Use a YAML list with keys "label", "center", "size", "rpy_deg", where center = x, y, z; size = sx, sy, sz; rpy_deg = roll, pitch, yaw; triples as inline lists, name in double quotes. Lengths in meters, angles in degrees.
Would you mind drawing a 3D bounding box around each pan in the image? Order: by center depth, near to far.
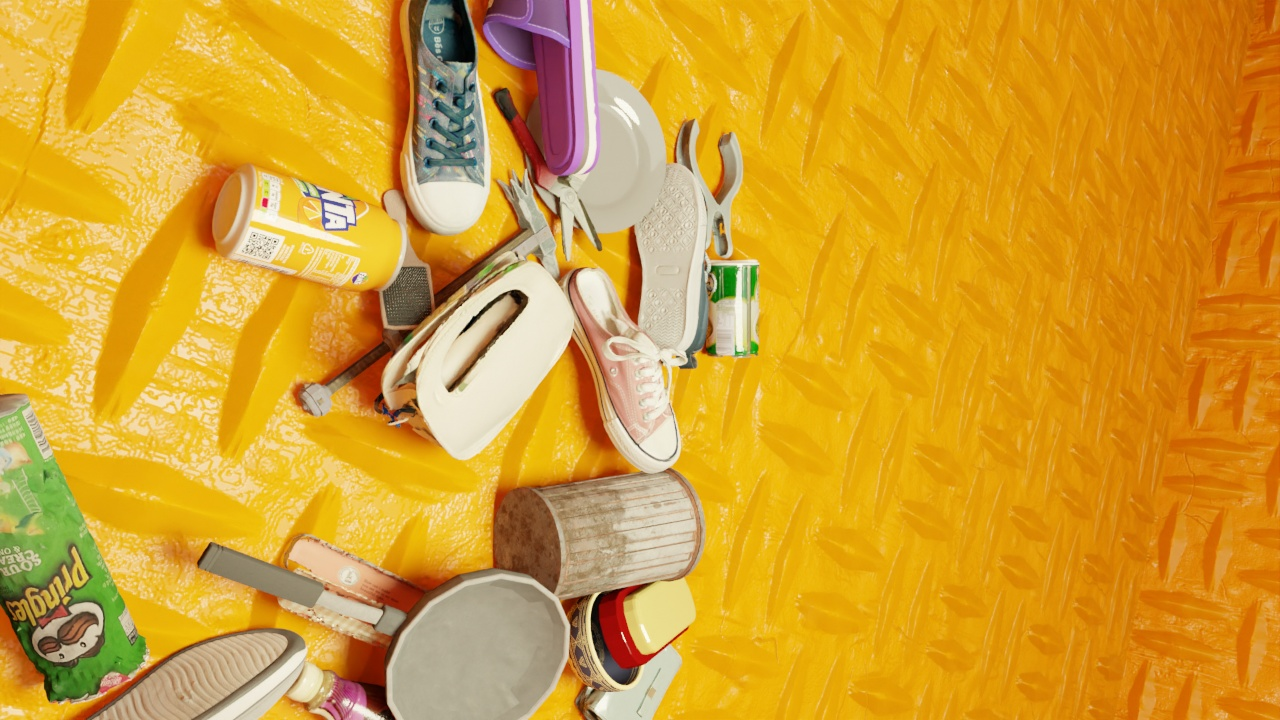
- label: "pan"
  center: [-0.217, 0.232, 0.812]
  size: [0.357, 0.041, 0.178]
  rpy_deg: [34, 88, -33]

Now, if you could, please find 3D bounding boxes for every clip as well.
- label: "clip"
  center: [0.107, -0.211, 1.146]
  size: [0.141, 0.029, 0.171]
  rpy_deg: [-7, 90, -42]

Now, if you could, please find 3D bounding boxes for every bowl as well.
- label: "bowl"
  center: [-0.051, 0.317, 1.027]
  size: [0.112, 0.061, 0.112]
  rpy_deg: [45, 32, -39]

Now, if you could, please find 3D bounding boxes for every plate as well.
- label: "plate"
  center: [-0.049, -0.229, 1.010]
  size: [0.178, 0.012, 0.178]
  rpy_deg: [-1, 92, -32]

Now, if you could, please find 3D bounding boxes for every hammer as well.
- label: "hammer"
  center: [-0.197, -0.046, 0.893]
  size: [0.315, 0.028, 0.147]
  rpy_deg: [-43, 126, -32]

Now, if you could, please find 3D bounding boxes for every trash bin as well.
- label: "trash bin"
  center: [-0.037, 0.187, 0.992]
  size: [0.210, 0.131, 0.131]
  rpy_deg: [-1, 94, -41]

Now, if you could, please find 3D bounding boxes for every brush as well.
- label: "brush"
  center: [-0.220, -0.096, 0.849]
  size: [0.049, 0.015, 0.135]
  rpy_deg: [-5, 79, -25]
- label: "brush"
  center: [0.015, 0.289, 1.055]
  size: [0.173, 0.042, 0.082]
  rpy_deg: [-6, 74, -65]

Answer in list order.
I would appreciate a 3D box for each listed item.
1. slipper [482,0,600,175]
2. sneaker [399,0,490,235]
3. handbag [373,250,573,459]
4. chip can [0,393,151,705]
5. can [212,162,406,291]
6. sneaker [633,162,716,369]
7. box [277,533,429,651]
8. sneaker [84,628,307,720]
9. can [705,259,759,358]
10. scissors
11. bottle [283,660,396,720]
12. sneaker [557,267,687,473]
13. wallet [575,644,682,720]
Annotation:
- label: "slipper"
  center: [-0.106, -0.315, 0.895]
  size: [0.083, 0.107, 0.266]
  rpy_deg: [-8, 92, -28]
- label: "sneaker"
  center: [-0.174, -0.236, 0.849]
  size: [0.087, 0.079, 0.235]
  rpy_deg: [-4, 93, -30]
- label: "handbag"
  center: [-0.157, -0.016, 0.831]
  size: [0.200, 0.093, 0.200]
  rpy_deg: [-51, 164, -17]
- label: "chip can"
  center: [-0.433, 0.135, 0.659]
  size: [0.075, 0.076, 0.223]
  rpy_deg: [-29, 112, -38]
- label: "can"
  center: [-0.278, -0.108, 0.776]
  size: [0.142, 0.079, 0.079]
  rpy_deg: [15, 83, -42]
- label: "sneaker"
  center: [0.047, -0.110, 1.071]
  size: [0.087, 0.089, 0.235]
  rpy_deg: [14, 76, -59]
- label: "box"
  center: [-0.252, 0.226, 0.856]
  size: [0.043, 0.083, 0.187]
  rpy_deg: [-38, 131, 14]
- label: "sneaker"
  center: [-0.373, 0.323, 0.726]
  size: [0.262, 0.097, 0.129]
  rpy_deg: [-34, 127, -37]
- label: "can"
  center: [0.116, -0.066, 1.153]
  size: [0.067, 0.067, 0.121]
  rpy_deg: [-6, 98, -42]
- label: "scissors"
  center: [-0.086, -0.215, 0.969]
  size: [0.193, 0.015, 0.179]
  rpy_deg: [34, 74, -28]
- label: "bottle"
  center: [-0.256, 0.325, 0.847]
  size: [0.166, 0.060, 0.059]
  rpy_deg: [47, 63, -34]
- label: "sneaker"
  center: [-0.006, 0.006, 0.981]
  size: [0.118, 0.088, 0.241]
  rpy_deg: [-33, 102, -43]
- label: "wallet"
  center: [-0.009, 0.383, 1.091]
  size: [0.100, 0.054, 0.131]
  rpy_deg: [55, 54, -32]
